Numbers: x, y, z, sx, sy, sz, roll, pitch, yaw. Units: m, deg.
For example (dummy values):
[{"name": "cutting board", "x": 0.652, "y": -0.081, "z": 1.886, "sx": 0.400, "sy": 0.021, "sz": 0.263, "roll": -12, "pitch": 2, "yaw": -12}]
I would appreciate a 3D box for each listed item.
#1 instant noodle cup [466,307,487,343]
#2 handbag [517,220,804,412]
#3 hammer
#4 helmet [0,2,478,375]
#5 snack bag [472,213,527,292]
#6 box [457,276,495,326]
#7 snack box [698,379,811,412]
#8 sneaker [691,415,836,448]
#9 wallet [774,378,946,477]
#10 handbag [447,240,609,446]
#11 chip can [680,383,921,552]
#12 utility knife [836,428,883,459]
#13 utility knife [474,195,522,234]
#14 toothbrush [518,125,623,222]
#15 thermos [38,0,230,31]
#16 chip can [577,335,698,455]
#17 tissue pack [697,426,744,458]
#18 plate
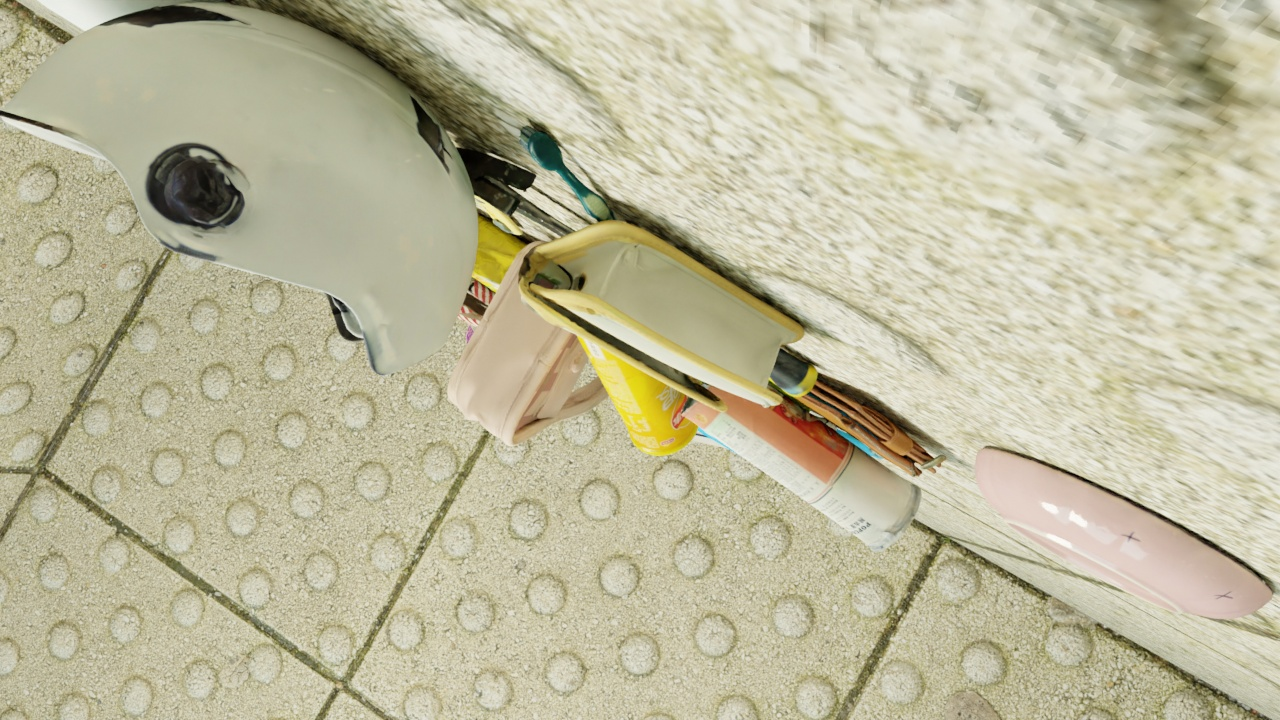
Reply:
[{"name": "instant noodle cup", "x": -0.164, "y": -0.015, "z": 1.146, "sx": 0.111, "sy": 0.111, "sz": 0.099, "roll": 31, "pitch": -173, "yaw": -33}, {"name": "handbag", "x": -0.005, "y": -0.020, "z": 0.607, "sx": 0.163, "sy": 0.063, "sz": 0.179, "roll": 28, "pitch": 165, "yaw": -29}, {"name": "hammer", "x": -0.001, "y": -0.059, "z": 0.671, "sx": 0.323, "sy": 0.032, "sz": 0.126, "roll": 31, "pitch": 179, "yaw": -18}, {"name": "helmet", "x": -0.200, "y": -0.113, "z": 0.525, "sx": 0.258, "sy": 0.145, "sz": 0.229, "roll": 35, "pitch": 173, "yaw": -18}, {"name": "snack bag", "x": -0.134, "y": -0.097, "z": 1.066, "sx": 0.158, "sy": 0.068, "sz": 0.246, "roll": 30, "pitch": 178, "yaw": 23}, {"name": "box", "x": -0.206, "y": -0.071, "z": 0.996, "sx": 0.164, "sy": 0.064, "sz": 0.074, "roll": 31, "pitch": 160, "yaw": 17}, {"name": "snack box", "x": 0.087, "y": 0.020, "z": 0.878, "sx": 0.156, "sy": 0.026, "sz": 0.086, "roll": 30, "pitch": 146, "yaw": 10}, {"name": "sneaker", "x": 0.116, "y": 0.054, "z": 1.081, "sx": 0.241, "sy": 0.088, "sz": 0.118, "roll": 8, "pitch": -170, "yaw": 1}, {"name": "wallet", "x": 0.185, "y": 0.055, "z": 0.776, "sx": 0.130, "sy": 0.035, "sz": 0.119, "roll": 32, "pitch": 179, "yaw": -37}, {"name": "handbag", "x": -0.072, "y": -0.008, "z": 0.951, "sx": 0.093, "sy": 0.193, "sz": 0.234, "roll": 36, "pitch": -171, "yaw": 24}, {"name": "chip can", "x": 0.141, "y": 0.081, "z": 0.817, "sx": 0.214, "sy": 0.071, "sz": 0.071, "roll": 35, "pitch": 178, "yaw": -2}, {"name": "utility knife", "x": 0.248, "y": 0.094, "z": 1.124, "sx": 0.034, "sy": 0.018, "sz": 0.166, "roll": 27, "pitch": 178, "yaw": -37}, {"name": "utility knife", "x": -0.137, "y": -0.141, "z": 0.868, "sx": 0.031, "sy": 0.018, "sz": 0.152, "roll": 24, "pitch": 173, "yaw": 8}, {"name": "toothbrush", "x": -0.027, "y": -0.089, "z": 0.531, "sx": 0.018, "sy": 0.016, "sz": 0.191, "roll": 40, "pitch": -179, "yaw": 21}, {"name": "thermos", "x": -0.294, "y": -0.209, "z": 0.567, "sx": 0.073, "sy": 0.073, "sz": 0.224, "roll": 28, "pitch": 177, "yaw": 39}, {"name": "chip can", "x": -0.005, "y": 0.005, "z": 0.818, "sx": 0.072, "sy": 0.072, "sz": 0.213, "roll": 29, "pitch": 159, "yaw": 33}, {"name": "tissue pack", "x": 0.106, "y": 0.051, "z": 0.965, "sx": 0.157, "sy": 0.095, "sz": 0.052, "roll": 28, "pitch": -140, "yaw": 35}, {"name": "plate", "x": 0.311, "y": 0.122, "z": 0.619, "sx": 0.192, "sy": 0.039, "sz": 0.192, "roll": 30, "pitch": 178, "yaw": 1}]
